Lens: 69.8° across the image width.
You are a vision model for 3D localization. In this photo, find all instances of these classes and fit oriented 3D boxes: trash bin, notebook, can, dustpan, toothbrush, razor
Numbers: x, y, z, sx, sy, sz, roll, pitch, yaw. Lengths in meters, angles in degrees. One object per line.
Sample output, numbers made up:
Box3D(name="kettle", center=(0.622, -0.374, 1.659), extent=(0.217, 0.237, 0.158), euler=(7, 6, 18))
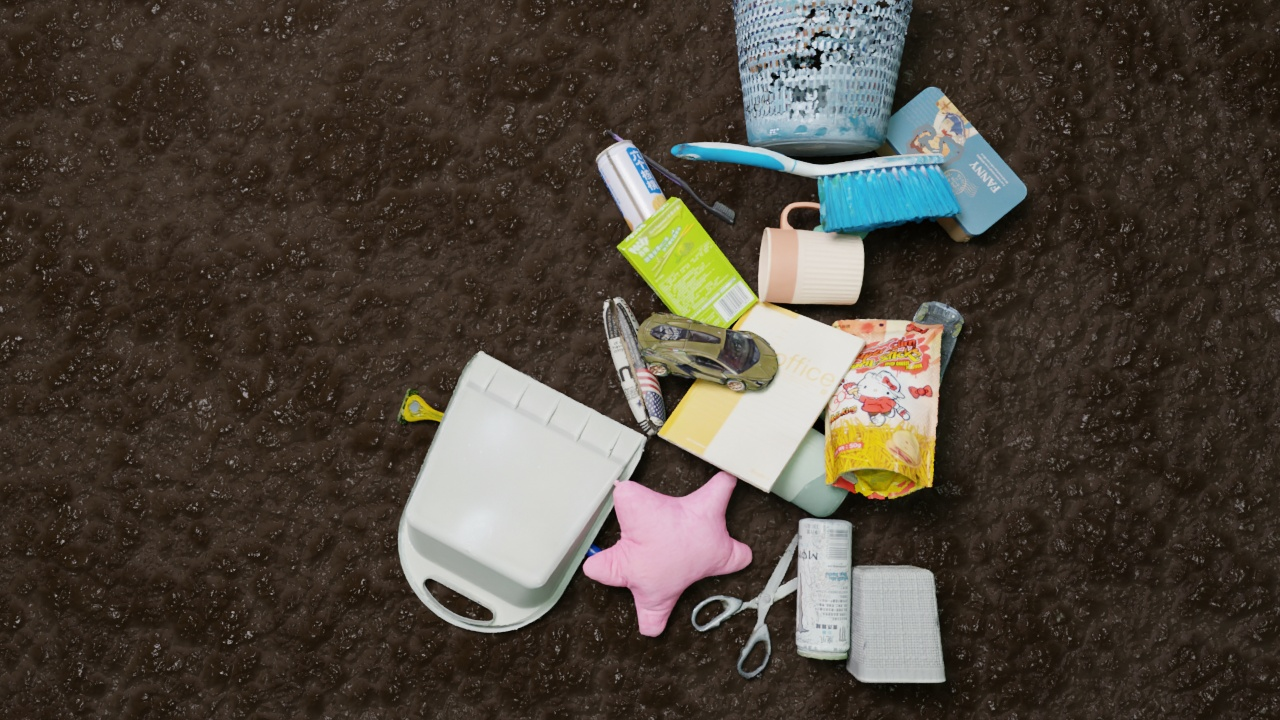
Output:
Box3D(name="trash bin", center=(0.196, -0.330, 1.008), extent=(0.226, 0.226, 0.195), euler=(1, 97, 2))
Box3D(name="notebook", center=(0.133, 0.031, 1.003), extent=(0.146, 0.010, 0.206), euler=(26, 68, 30))
Box3D(name="can", center=(0.201, 0.248, 1.004), extent=(0.058, 0.058, 0.146), euler=(3, 82, 2))
Box3D(name="can", center=(0.000, -0.185, 1.064), extent=(0.053, 0.053, 0.134), euler=(-28, 84, -1))
Box3D(name="dustpan", center=(-0.154, 0.167, 1.037), extent=(0.223, 0.143, 0.257), euler=(27, 64, 3))
Box3D(name="toothbrush", center=(0.036, -0.221, 1.087), extent=(0.189, 0.014, 0.016), euler=(37, 79, 5))
Box3D(name="razor", center=(-0.213, 0.071, 1.060), extent=(0.132, 0.028, 0.043), euler=(18, 81, 2))

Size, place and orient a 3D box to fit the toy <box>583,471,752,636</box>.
Box3D(name="toy", center=(0.033, 0.192, 1.006), extent=(0.194, 0.074, 0.178), euler=(-38, 107, -5))

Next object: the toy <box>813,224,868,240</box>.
Box3D(name="toy", center=(0.251, -0.184, 1.069), extent=(0.096, 0.030, 0.092), euler=(5, 86, -4))

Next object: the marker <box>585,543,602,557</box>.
Box3D(name="marker", center=(-0.099, 0.182, 1.048), extent=(0.146, 0.017, 0.017), euler=(38, 86, 5))

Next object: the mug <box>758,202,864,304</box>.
Box3D(name="mug", center=(0.192, -0.120, 1.035), extent=(0.106, 0.081, 0.114), euler=(3, 91, 0))

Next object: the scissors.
Box3D(name="scissors", center=(0.138, 0.274, 1.033), extent=(0.178, 0.014, 0.159), euler=(-4, 84, 0))

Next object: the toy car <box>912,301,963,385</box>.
Box3D(name="toy car", center=(0.324, -0.009, 1.045), extent=(0.054, 0.037, 0.120), euler=(24, 77, 8))

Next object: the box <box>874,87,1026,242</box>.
Box3D(name="box", center=(0.355, -0.218, 1.054), extent=(0.090, 0.060, 0.184), euler=(-41, 83, -2))

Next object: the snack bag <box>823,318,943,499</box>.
Box3D(name="snack bag", center=(0.258, 0.043, 0.985), extent=(0.129, 0.073, 0.207), euler=(-2, 56, 22))

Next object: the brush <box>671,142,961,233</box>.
Box3D(name="brush", center=(0.189, -0.187, 0.972), extent=(0.314, 0.060, 0.109), euler=(-8, 92, -14))

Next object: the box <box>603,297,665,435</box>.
Box3D(name="box", center=(-0.011, 0.007, 1.040), extent=(0.056, 0.070, 0.164), euler=(-23, 80, 23))

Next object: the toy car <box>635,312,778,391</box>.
Box3D(name="toy car", center=(0.074, -0.011, 1.003), extent=(0.158, 0.042, 0.070), euler=(12, 56, 4))

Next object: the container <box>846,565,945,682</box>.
Box3D(name="container", center=(0.271, 0.282, 0.992), extent=(0.090, 0.090, 0.114), euler=(-1, 81, 1))

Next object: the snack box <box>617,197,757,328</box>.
Box3D(name="snack box", center=(0.055, -0.098, 1.032), extent=(0.086, 0.026, 0.156), euler=(-43, 113, -2))

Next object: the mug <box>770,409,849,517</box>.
Box3D(name="mug", center=(0.185, 0.105, 1.018), extent=(0.106, 0.082, 0.111), euler=(30, 68, 5))
